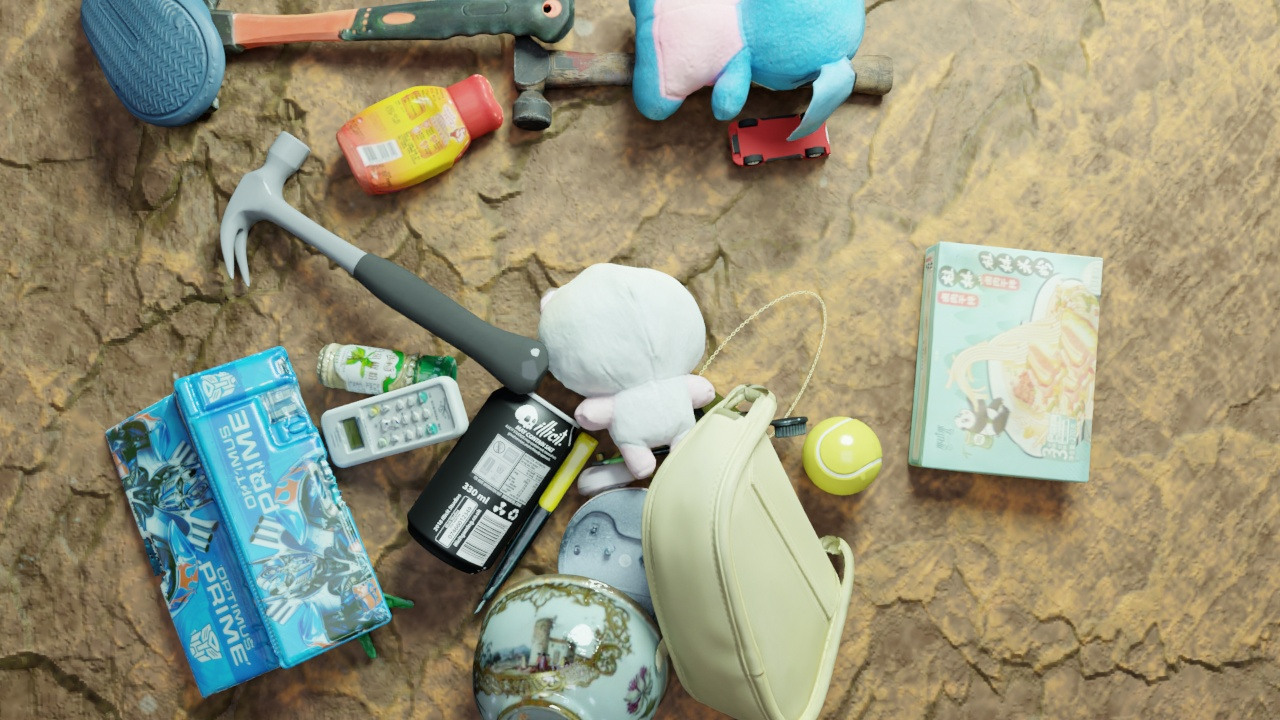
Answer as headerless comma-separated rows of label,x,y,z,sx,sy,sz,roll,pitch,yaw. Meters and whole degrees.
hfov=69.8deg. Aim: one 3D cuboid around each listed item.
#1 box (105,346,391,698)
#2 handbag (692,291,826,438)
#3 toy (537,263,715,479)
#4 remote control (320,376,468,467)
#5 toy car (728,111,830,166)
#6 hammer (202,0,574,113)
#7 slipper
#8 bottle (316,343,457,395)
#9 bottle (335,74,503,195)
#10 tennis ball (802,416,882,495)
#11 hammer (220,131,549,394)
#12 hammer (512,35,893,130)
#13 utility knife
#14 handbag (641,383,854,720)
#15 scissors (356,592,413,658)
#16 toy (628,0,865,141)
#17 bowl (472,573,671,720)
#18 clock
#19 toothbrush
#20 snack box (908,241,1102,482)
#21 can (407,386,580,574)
box,-0.323,0.130,0.734,0.175,0.060,0.243,-24,84,-3
handbag,0.100,0.015,0.786,0.084,0.027,0.178,39,84,-2
toy,-0.004,0.004,0.738,0.138,0.102,0.179,-14,80,-18
remote control,-0.200,0.050,0.746,0.134,0.022,0.050,-16,92,23
toy car,0.122,-0.192,0.798,0.089,0.025,0.038,-8,87,-3
hammer,-0.221,-0.282,0.769,0.333,0.033,0.133,-2,85,2
slipper,-0.386,-0.254,0.731,0.214,0.059,0.104,41,106,30
bottle,-0.210,0.010,0.762,0.110,0.043,0.042,8,86,-1
bottle,-0.182,-0.192,0.770,0.134,0.048,0.071,-26,89,-4
tennis ball,0.168,0.080,0.766,0.065,0.065,0.065,0,87,-3
hammer,-0.208,-0.062,0.739,0.311,0.029,0.125,32,85,12
hammer,0.055,-0.260,0.796,0.330,0.033,0.120,0,86,-4
utility knife,-0.089,0.137,0.768,0.020,0.029,0.174,32,85,3
handbag,0.082,0.156,0.708,0.190,0.089,0.233,-50,124,-37
scissors,-0.249,0.186,0.765,0.127,0.011,0.123,8,86,-2
toy,0.083,-0.283,0.747,0.191,0.099,0.223,-6,75,6
bowl,-0.062,0.255,0.697,0.160,0.093,0.160,5,115,10
clock,-0.005,0.143,0.757,0.117,0.059,0.158,12,86,-3
toothbrush,0.051,0.070,0.756,0.188,0.014,0.017,-11,93,-11
snack box,0.312,0.002,0.789,0.141,0.044,0.193,6,87,-1
can,-0.118,0.093,0.742,0.080,0.080,0.146,35,86,-1
